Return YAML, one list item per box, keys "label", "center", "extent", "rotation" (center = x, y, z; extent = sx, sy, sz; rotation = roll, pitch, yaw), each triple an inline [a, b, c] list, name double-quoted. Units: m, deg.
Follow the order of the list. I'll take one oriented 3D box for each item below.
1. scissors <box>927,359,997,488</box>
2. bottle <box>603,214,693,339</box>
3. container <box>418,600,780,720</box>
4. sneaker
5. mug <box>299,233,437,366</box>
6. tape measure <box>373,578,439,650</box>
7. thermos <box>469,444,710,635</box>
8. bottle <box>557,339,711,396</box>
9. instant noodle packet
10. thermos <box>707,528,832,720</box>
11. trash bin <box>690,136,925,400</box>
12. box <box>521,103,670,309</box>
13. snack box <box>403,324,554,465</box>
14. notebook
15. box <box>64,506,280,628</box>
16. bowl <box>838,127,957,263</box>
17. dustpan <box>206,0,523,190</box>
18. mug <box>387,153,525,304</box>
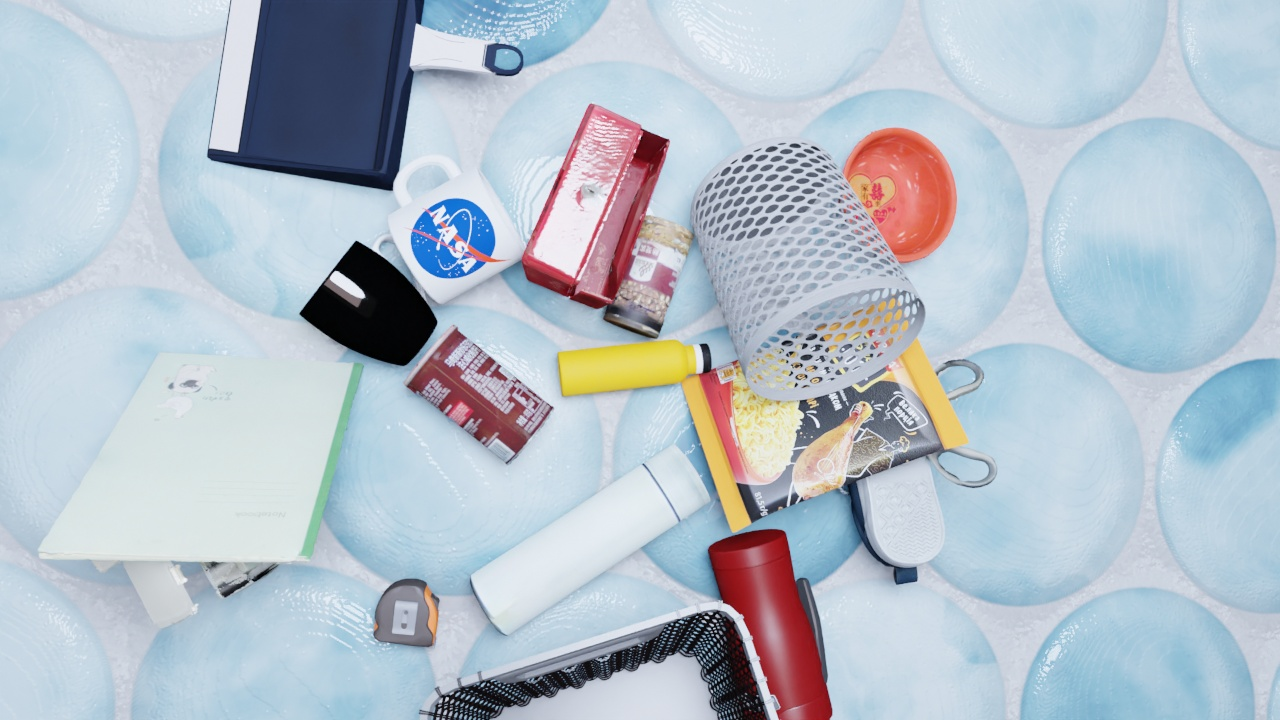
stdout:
- label: "scissors"
  center: [0.256, 0.059, 0.843]
  extent: [0.171, 0.012, 0.157]
  rotation: [-41, 66, -8]
- label: "bottle"
  center: [0.008, -0.079, 0.866]
  extent: [0.056, 0.056, 0.105]
  rotation: [20, 87, -7]
- label: "container"
  center: [-0.013, 0.359, 0.738]
  extent: [0.247, 0.244, 0.245]
  rotation: [-15, 69, -8]
- label: "sneaker"
  center: [0.230, 0.095, 0.887]
  extent: [0.089, 0.087, 0.235]
  rotation: [-10, 69, 0]
- label: "mug"
  center: [-0.231, -0.057, 0.830]
  extent: [0.100, 0.085, 0.118]
  rotation: [38, 55, -19]
- label: "tape measure"
  center: [-0.214, 0.233, 0.847]
  extent: [0.058, 0.038, 0.059]
  rotation: [10, 89, -8]
- label: "thermos"
  center: [-0.045, 0.166, 0.856]
  extent: [0.230, 0.068, 0.068]
  rotation: [-32, 94, -7]
- label: "bottle"
  center: [-0.005, 0.005, 0.871]
  extent: [0.143, 0.043, 0.043]
  rotation: [-6, 91, -8]
- label: "instant noodle packet"
  center: [0.161, 0.045, 0.844]
  extent: [0.221, 0.032, 0.159]
  rotation: [-23, 61, 9]
- label: "thermos"
  center: [0.132, 0.265, 0.878]
  extent: [0.107, 0.084, 0.198]
  rotation: [-13, 90, -41]
- label: "trash bin"
  center: [0.136, -0.084, 0.805]
  extent: [0.156, 0.157, 0.183]
  rotation: [-14, 58, -8]
- label: "box"
  center: [-0.042, -0.133, 0.826]
  extent: [0.087, 0.129, 0.157]
  rotation: [20, 86, -4]
- label: "snack box"
  center: [-0.146, 0.032, 0.839]
  extent: [0.121, 0.072, 0.072]
  rotation: [39, 85, -7]
- label: "notebook"
  center: [-0.335, 0.069, 0.743]
  extent: [0.182, 0.252, 0.010]
  rotation: [3, 123, -8]
- label: "box"
  center: [-0.398, 0.149, 0.747]
  extent: [0.105, 0.187, 0.143]
  rotation: [-32, 91, -6]
- label: "bowl"
  center: [0.242, -0.158, 0.897]
  extent: [0.130, 0.045, 0.130]
  rotation: [1, 89, -19]
- label: "dustpan"
  center: [-0.241, -0.280, 0.820]
  extent: [0.273, 0.080, 0.236]
  rotation: [8, 89, -8]
- label: "mug"
  center: [-0.170, -0.124, 0.816]
  extent: [0.090, 0.091, 0.121]
  rotation: [-29, 102, 1]
